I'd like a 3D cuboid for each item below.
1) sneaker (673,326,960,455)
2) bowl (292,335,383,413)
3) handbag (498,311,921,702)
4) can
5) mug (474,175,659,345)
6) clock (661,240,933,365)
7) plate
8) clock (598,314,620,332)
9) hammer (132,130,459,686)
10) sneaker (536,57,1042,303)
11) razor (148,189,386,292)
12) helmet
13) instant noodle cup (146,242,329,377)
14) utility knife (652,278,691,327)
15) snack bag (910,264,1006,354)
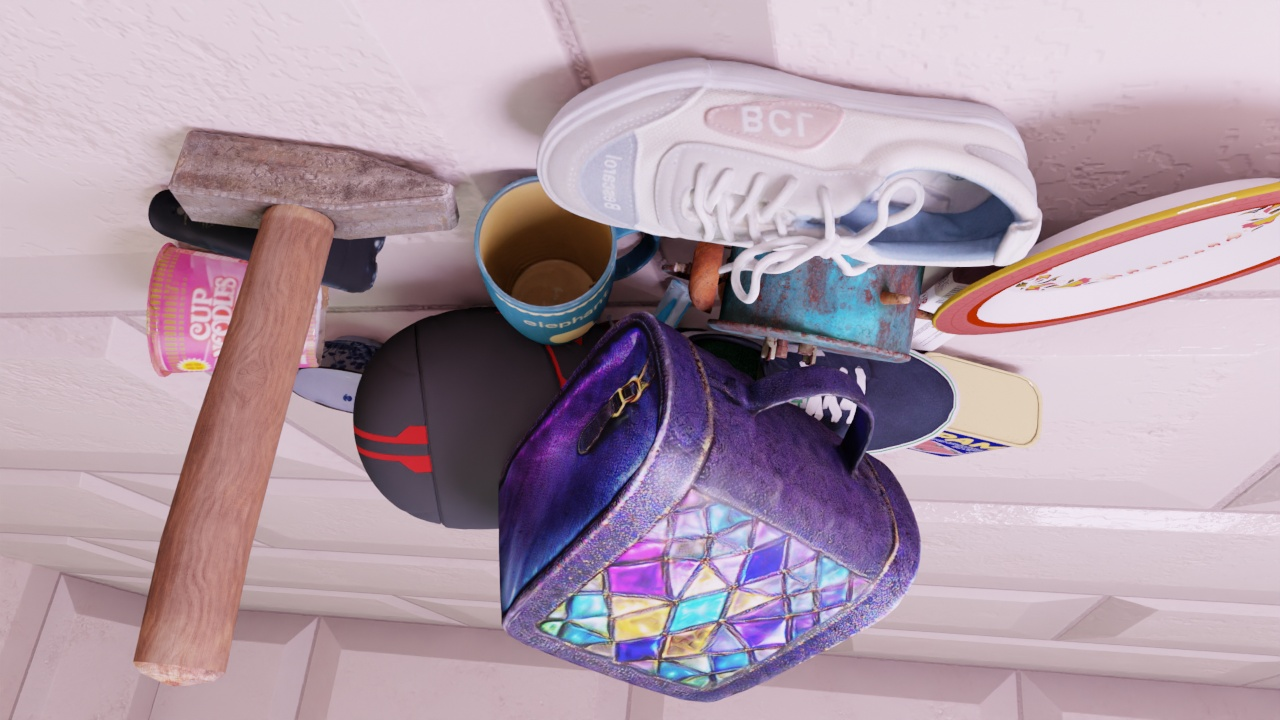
[{"bbox_3d":[0.111,0.022,0.622,0.235,0.084,0.079,7,-177,-6],"label":"sneaker"},{"bbox_3d":[-0.248,0.009,0.806,0.114,0.045,0.114,5,157,2],"label":"bowl"},{"bbox_3d":[0.041,0.084,0.538,0.204,0.125,0.222,31,119,-30],"label":"handbag"},{"bbox_3d":[0.238,0.039,0.726,0.116,0.056,0.092,14,164,-16],"label":"can"},{"bbox_3d":[-0.042,-0.058,0.573,0.112,0.084,0.104,-21,165,-9],"label":"mug"},{"bbox_3d":[0.087,-0.035,0.547,0.158,0.073,0.121,11,-178,27],"label":"clock"},{"bbox_3d":[0.272,-0.057,0.494,0.230,0.021,0.230,-10,168,-2],"label":"plate"},{"bbox_3d":[-0.009,0.007,0.743,0.087,0.044,0.125,10,156,-9],"label":"clock"},{"bbox_3d":[-0.200,0.017,0.491,0.158,0.300,0.037,7,157,-1],"label":"hammer"},{"bbox_3d":[0.069,-0.082,0.435,0.242,0.090,0.090,3,133,0],"label":"sneaker"},{"bbox_3d":[-0.243,-0.082,0.602,0.151,0.054,0.067,11,174,4],"label":"razor"},{"bbox_3d":[-0.125,0.044,0.685,0.169,0.164,0.265,-9,-172,-23],"label":"helmet"},{"bbox_3d":[-0.289,-0.033,0.672,0.108,0.097,0.098,4,158,-12],"label":"instant noodle cup"},{"bbox_3d":[-0.004,0.004,0.676,0.022,0.015,0.152,15,122,-30],"label":"utility knife"},{"bbox_3d":[0.210,-0.036,0.624,0.057,0.013,0.158,8,158,-12],"label":"snack bag"}]
